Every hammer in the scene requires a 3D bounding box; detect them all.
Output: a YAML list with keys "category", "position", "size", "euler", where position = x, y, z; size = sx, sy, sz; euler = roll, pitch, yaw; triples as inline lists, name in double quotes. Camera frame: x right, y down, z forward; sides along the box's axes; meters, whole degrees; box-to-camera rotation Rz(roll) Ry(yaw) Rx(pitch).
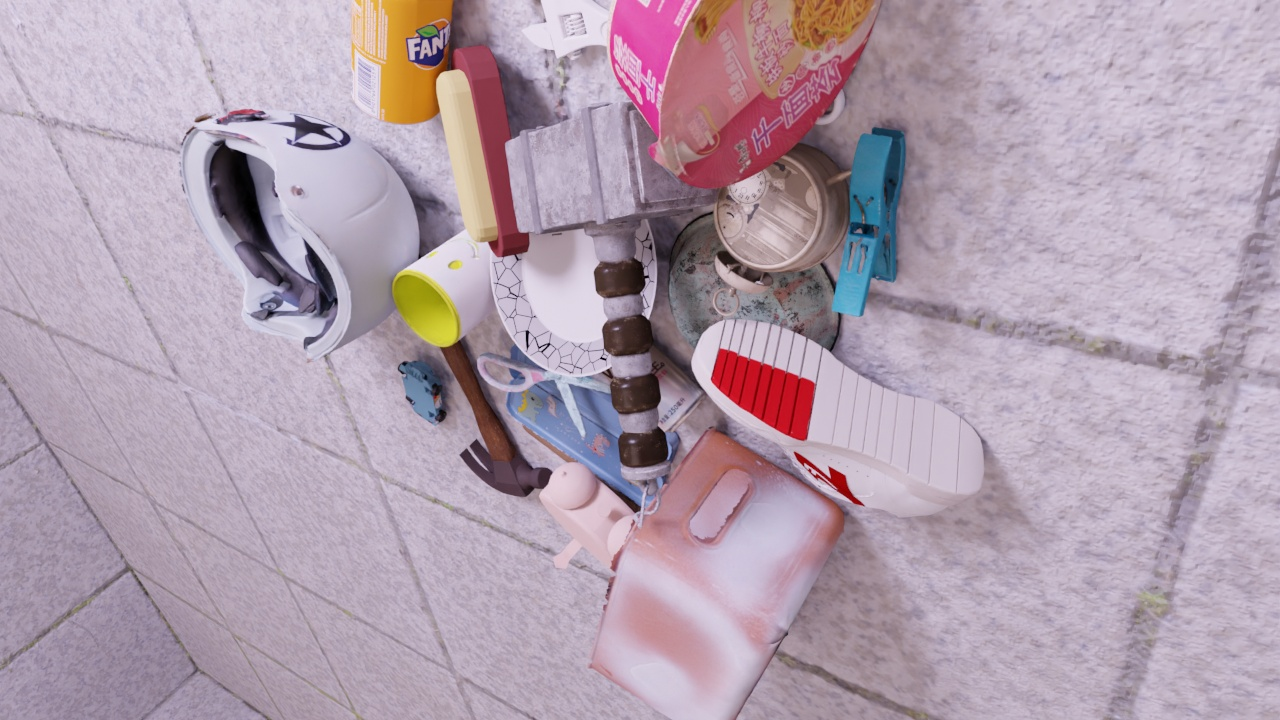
- category: "hammer"
  position: [-0.199, 0.023, 1.054]
  size: [0.115, 0.033, 0.323]
  euler: [2, 124, 38]
- category: "hammer"
  position: [-0.011, -0.028, 0.699]
  size: [0.177, 0.079, 0.326]
  euler: [4, 105, 55]

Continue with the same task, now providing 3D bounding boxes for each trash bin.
- category: "trash bin"
  position: [0.071, 0.219, 0.873]
  size: [0.157, 0.181, 0.260]
  euler: [29, 138, 16]

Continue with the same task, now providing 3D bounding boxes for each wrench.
- category: "wrench"
  position: [0.020, -0.224, 0.660]
  size: [0.273, 0.018, 0.066]
  euler: [26, 137, 21]

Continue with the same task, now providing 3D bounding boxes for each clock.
- category: "clock"
  position: [-0.054, 0.181, 0.996]
  size: [0.131, 0.086, 0.161]
  euler: [42, 157, 6]
- category: "clock"
  position: [0.087, -0.091, 0.652]
  size: [0.093, 0.054, 0.141]
  euler: [37, 117, 19]

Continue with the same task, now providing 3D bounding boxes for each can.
- category: "can"
  position: [-0.005, 0.005, 0.850]
  size: [0.135, 0.054, 0.054]
  euler: [43, 141, 2]
- category: "can"
  position: [-0.198, -0.272, 0.757]
  size: [0.079, 0.078, 0.143]
  euler: [35, 140, 12]

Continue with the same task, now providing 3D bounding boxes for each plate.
- category: "plate"
  position: [-0.059, -0.081, 0.807]
  size: [0.189, 0.016, 0.188]
  euler: [6, 100, 36]

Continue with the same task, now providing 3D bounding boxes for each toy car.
- category: "toy car"
  position: [-0.261, 0.036, 1.120]
  size: [0.060, 0.027, 0.108]
  euler: [31, 149, 16]

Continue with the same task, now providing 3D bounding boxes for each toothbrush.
- category: "toothbrush"
  position: [-0.067, 0.117, 1.033]
  size: [0.167, 0.016, 0.016]
  euler: [36, 143, 14]

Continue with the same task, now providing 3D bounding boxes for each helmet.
- category: "helmet"
  position: [-0.328, -0.143, 0.918]
  size: [0.264, 0.163, 0.237]
  euler: [29, 134, 29]

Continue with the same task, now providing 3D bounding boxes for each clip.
- category: "clip"
  position: [0.163, -0.100, 0.628]
  size: [0.027, 0.103, 0.121]
  euler: [14, 125, 26]

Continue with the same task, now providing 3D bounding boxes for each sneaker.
- category: "sneaker"
  position: [0.138, 0.058, 0.718]
  size: [0.236, 0.090, 0.105]
  euler: [23, 144, -7]

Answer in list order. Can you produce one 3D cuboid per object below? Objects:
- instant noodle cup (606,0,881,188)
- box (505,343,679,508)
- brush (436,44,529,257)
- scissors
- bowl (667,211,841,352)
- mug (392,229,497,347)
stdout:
- category: "instant noodle cup"
  position: [0.055, -0.199, 0.545]
  size: [0.077, 0.178, 0.179]
  euler: [44, 144, 27]
- category: "box"
  position: [-0.057, 0.067, 0.978]
  size: [0.209, 0.020, 0.126]
  euler: [32, 141, 16]
- category: "brush"
  position: [-0.135, -0.171, 0.770]
  size: [0.082, 0.041, 0.173]
  euler: [-143, 41, -64]
- category: "scissors"
  position: [-0.102, 0.006, 0.938]
  size: [0.174, 0.013, 0.170]
  euler: [-14, 106, 32]
- category: "bowl"
  position: [0.081, -0.043, 0.745]
  size: [0.157, 0.038, 0.158]
  euler: [23, 136, 24]
- category: "mug"
  position: [-0.172, -0.075, 0.884]
  size: [0.082, 0.105, 0.083]
  euler: [24, 137, 24]
